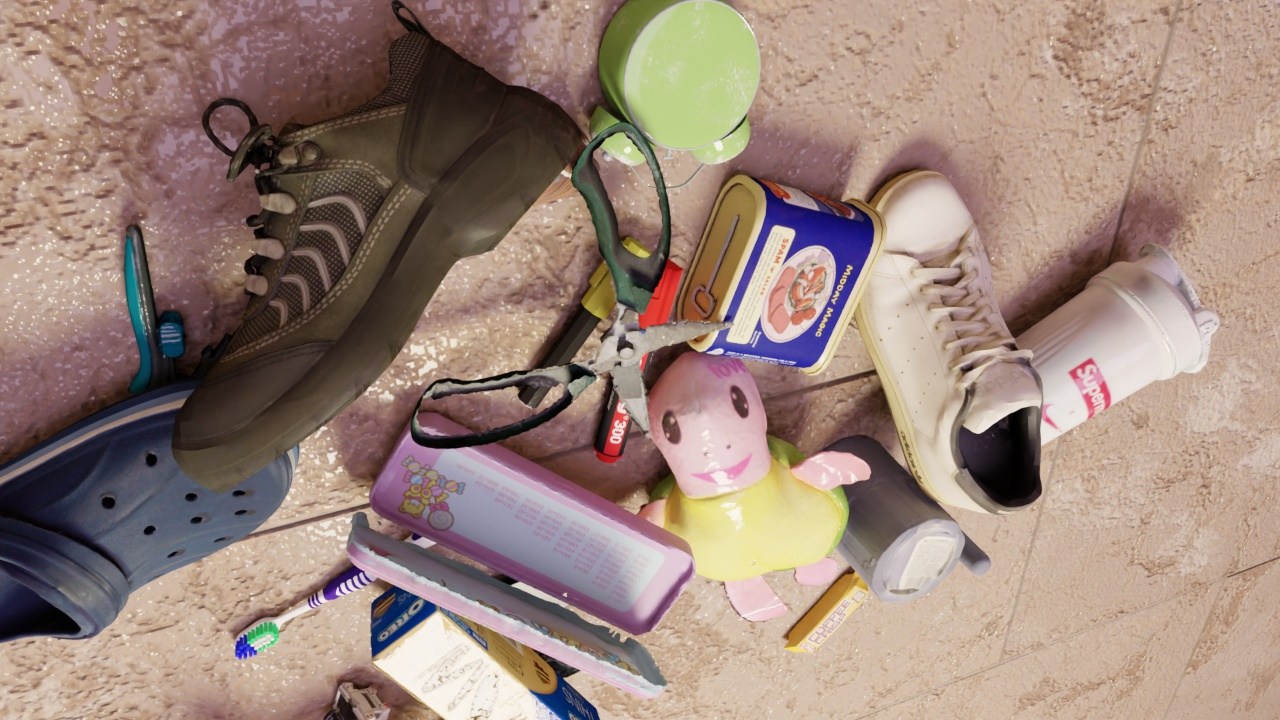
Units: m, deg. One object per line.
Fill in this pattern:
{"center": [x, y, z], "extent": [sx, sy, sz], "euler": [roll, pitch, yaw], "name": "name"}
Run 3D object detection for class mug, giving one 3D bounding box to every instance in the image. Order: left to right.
{"center": [0.198, 0.124, 0.709], "extent": [0.123, 0.104, 0.084], "euler": [14, 112, -30], "name": "mug"}

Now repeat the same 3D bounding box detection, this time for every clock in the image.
{"center": [0.019, -0.150, 0.496], "extent": [0.094, 0.042, 0.119], "euler": [-7, 123, -19], "name": "clock"}

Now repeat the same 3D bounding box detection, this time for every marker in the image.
{"center": [-0.037, -0.022, 0.566], "extent": [0.021, 0.017, 0.124], "euler": [27, 107, -34], "name": "marker"}
{"center": [-0.004, 0.003, 0.593], "extent": [0.021, 0.023, 0.145], "euler": [-28, 140, -56], "name": "marker"}

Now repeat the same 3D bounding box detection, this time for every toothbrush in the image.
{"center": [-0.184, 0.141, 0.603], "extent": [0.186, 0.016, 0.015], "euler": [-31, 127, -4], "name": "toothbrush"}

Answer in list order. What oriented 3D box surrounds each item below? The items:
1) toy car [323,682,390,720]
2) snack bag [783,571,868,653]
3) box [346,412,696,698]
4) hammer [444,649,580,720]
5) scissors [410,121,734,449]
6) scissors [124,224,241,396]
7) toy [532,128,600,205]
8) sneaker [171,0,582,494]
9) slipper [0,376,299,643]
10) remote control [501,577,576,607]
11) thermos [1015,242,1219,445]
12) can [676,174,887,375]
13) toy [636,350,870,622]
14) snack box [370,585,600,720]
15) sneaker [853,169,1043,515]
{"center": [-0.211, 0.286, 0.670], "extent": [0.039, 0.039, 0.113], "euler": [-9, 127, -45], "name": "toy car"}
{"center": [0.166, 0.224, 0.810], "extent": [0.026, 0.020, 0.099], "euler": [34, 102, -35], "name": "snack bag"}
{"center": [-0.067, 0.126, 0.559], "extent": [0.214, 0.092, 0.089], "euler": [30, 106, -15], "name": "box"}
{"center": [-0.068, 0.359, 0.783], "extent": [0.130, 0.032, 0.319], "euler": [-27, 128, -8], "name": "hammer"}
{"center": [-0.046, -0.023, 0.516], "extent": [0.201, 0.015, 0.202], "euler": [-17, 123, -7], "name": "scissors"}
{"center": [-0.233, -0.008, 0.486], "extent": [0.124, 0.019, 0.156], "euler": [-18, 128, -11], "name": "scissors"}
{"center": [-0.067, -0.098, 0.492], "extent": [0.101, 0.041, 0.055], "euler": [-16, 148, -24], "name": "toy"}
{"center": [-0.151, -0.063, 0.408], "extent": [0.143, 0.101, 0.237], "euler": [42, 83, -12], "name": "sneaker"}
{"center": [-0.292, 0.100, 0.472], "extent": [0.253, 0.095, 0.105], "euler": [-23, 131, -1], "name": "slipper"}
{"center": [-0.109, 0.177, 0.657], "extent": [0.151, 0.020, 0.041], "euler": [-19, 121, -11], "name": "remote control"}
{"center": [0.325, 0.010, 0.706], "extent": [0.220, 0.099, 0.099], "euler": [-34, 128, 4], "name": "thermos"}
{"center": [0.086, -0.053, 0.578], "extent": [0.092, 0.056, 0.116], "euler": [8, 116, -27], "name": "can"}
{"center": [0.069, 0.098, 0.645], "extent": [0.190, 0.087, 0.238], "euler": [-20, 123, 17], "name": "toy"}
{"center": [-0.099, 0.229, 0.639], "extent": [0.056, 0.057, 0.207], "euler": [-37, 120, 2], "name": "snack box"}
{"center": [0.209, -0.004, 0.600], "extent": [0.089, 0.102, 0.241], "euler": [-19, 103, -8], "name": "sneaker"}
